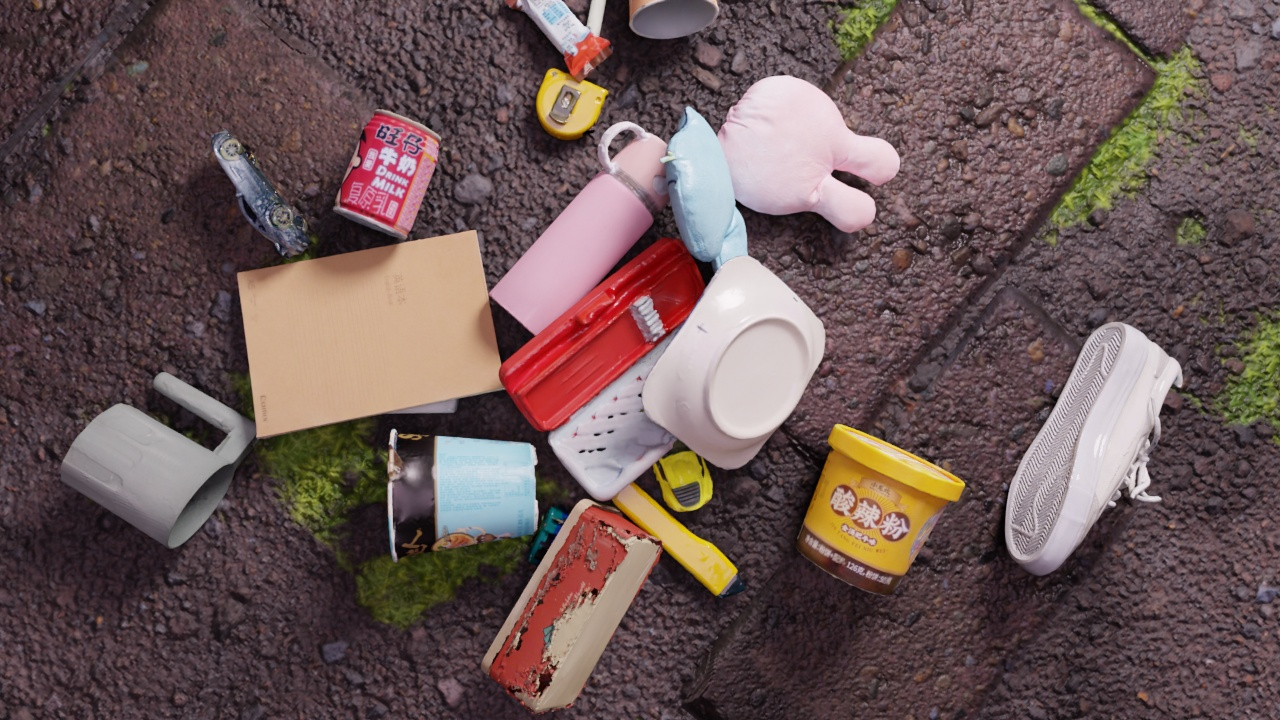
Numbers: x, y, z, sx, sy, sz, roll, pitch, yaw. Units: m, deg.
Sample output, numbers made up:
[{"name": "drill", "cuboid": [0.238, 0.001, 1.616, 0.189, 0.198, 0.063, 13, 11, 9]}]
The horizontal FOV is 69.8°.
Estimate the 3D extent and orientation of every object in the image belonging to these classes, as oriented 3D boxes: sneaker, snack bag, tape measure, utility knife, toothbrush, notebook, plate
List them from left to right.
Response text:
[{"name": "notebook", "cuboid": [-0.235, -0.026, 0.797, 0.211, 0.012, 0.149, -11, 78, -6]}, {"name": "tape measure", "cuboid": [-0.081, 0.153, 0.801, 0.025, 0.058, 0.054, 27, 92, -3]}, {"name": "snack bag", "cuboid": [-0.072, -0.298, 0.813, 0.048, 0.026, 0.104, -42, 79, -8]}, {"name": "tape measure", "cuboid": [-0.064, -0.227, 0.817, 0.060, 0.029, 0.057, 23, 89, -3]}, {"name": "toothbrush", "cuboid": [-0.029, -0.381, 0.826, 0.020, 0.029, 0.189, 9, 91, -44]}, {"name": "utility knife", "cuboid": [0.034, 0.160, 0.829, 0.154, 0.015, 0.033, 42, 81, -2]}, {"name": "plate", "cuboid": [0.092, 0.011, 0.782, 0.163, 0.034, 0.164, 36, 87, -38]}, {"name": "sneaker", "cuboid": [0.413, 0.090, 0.825, 0.090, 0.089, 0.242, 29, 82, -8]}]

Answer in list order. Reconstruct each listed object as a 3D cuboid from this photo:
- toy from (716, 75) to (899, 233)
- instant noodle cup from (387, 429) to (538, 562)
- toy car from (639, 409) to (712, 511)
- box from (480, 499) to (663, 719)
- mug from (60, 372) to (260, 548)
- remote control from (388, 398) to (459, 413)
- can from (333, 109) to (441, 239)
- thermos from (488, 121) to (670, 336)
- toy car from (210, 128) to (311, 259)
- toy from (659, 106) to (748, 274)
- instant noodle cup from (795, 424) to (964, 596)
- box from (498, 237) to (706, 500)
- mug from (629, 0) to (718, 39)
[{"name": "toy", "cuboid": [0.146, -0.179, 0.818, 0.159, 0.054, 0.121, 28, 95, -3]}, {"name": "instant noodle cup", "cuboid": [-0.148, 0.111, 0.777, 0.120, 0.111, 0.111, -1, 90, -10]}, {"name": "toy car", "cuboid": [0.031, 0.084, 0.821, 0.048, 0.032, 0.105, -19, 89, -3]}, {"name": "box", "cuboid": [-0.049, 0.211, 0.774, 0.077, 0.091, 0.168, 29, 87, 26]}, {"name": "mug", "cuboid": [-0.400, 0.080, 0.775, 0.103, 0.084, 0.123, 31, 61, -2]}, {"name": "remote control", "cuboid": [-0.228, 0.020, 0.809, 0.135, 0.019, 0.056, -1, 89, -4]}, {"name": "can", "cuboid": [-0.216, -0.159, 0.787, 0.066, 0.066, 0.094, 21, 88, -4]}, {"name": "thermos", "cuboid": [-0.048, -0.114, 0.793, 0.198, 0.067, 0.087, -49, 129, -1]}, {"name": "toy car", "cuboid": [-0.328, -0.142, 0.786, 0.036, 0.054, 0.120, -34, 92, -6]}, {"name": "toy", "cuboid": [0.056, -0.126, 0.770, 0.050, 0.156, 0.161, -8, 79, 22]}, {"name": "instant noodle cup", "cuboid": [0.200, 0.130, 0.795, 0.118, 0.118, 0.114, 24, 96, -4]}, {"name": "box", "cuboid": [-0.007, 0.005, 0.797, 0.201, 0.065, 0.160, -40, 104, -13]}, {"name": "mug", "cuboid": [0.022, -0.357, 0.803, 0.078, 0.078, 0.122, -6, 86, -4]}]
